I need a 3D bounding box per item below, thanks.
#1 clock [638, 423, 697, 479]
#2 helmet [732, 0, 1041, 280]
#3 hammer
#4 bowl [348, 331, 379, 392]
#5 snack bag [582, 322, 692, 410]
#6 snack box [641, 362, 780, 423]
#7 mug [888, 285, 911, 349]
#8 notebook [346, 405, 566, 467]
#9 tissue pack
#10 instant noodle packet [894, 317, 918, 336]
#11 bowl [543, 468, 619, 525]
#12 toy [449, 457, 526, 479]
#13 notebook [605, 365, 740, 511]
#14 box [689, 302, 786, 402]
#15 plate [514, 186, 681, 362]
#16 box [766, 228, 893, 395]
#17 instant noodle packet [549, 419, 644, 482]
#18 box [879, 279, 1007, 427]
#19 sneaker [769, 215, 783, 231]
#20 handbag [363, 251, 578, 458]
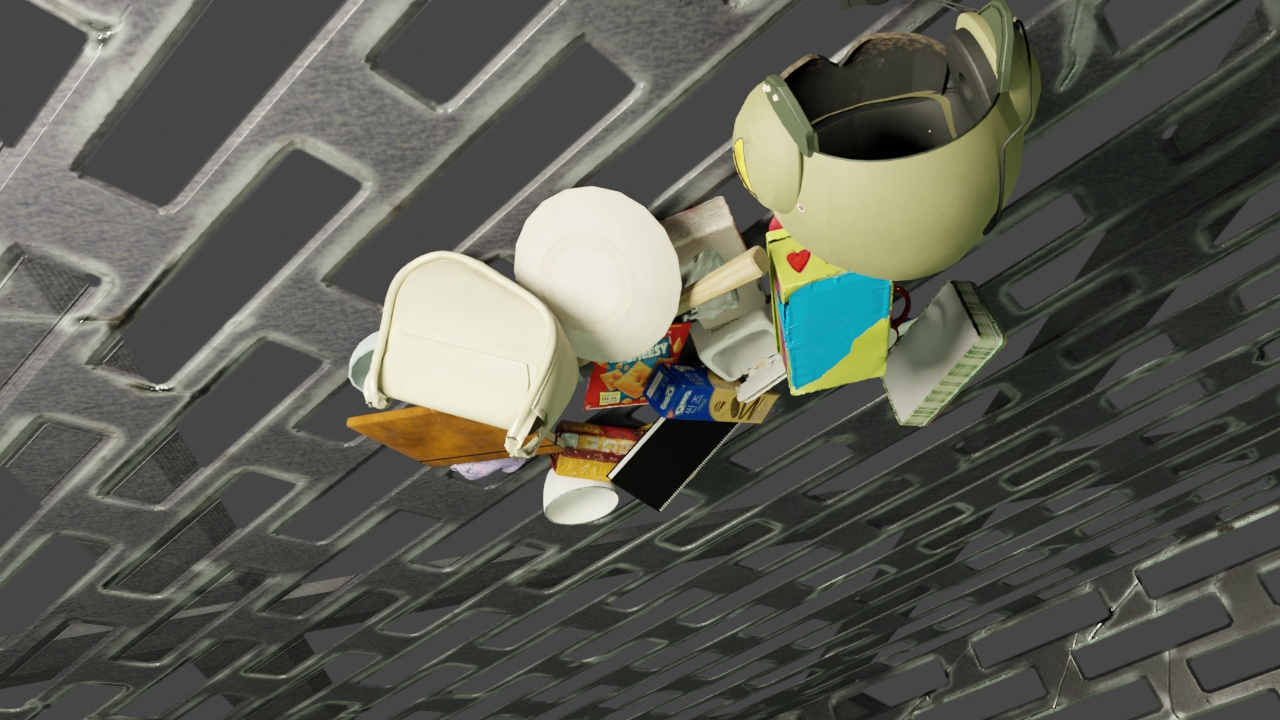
[{"bbox_3d":[0.032,0.150,1.400,0.113,0.052,0.152,-17,141,2],"label":"clock"},{"bbox_3d":[0.203,-0.195,0.791,0.250,0.255,0.233,-17,142,5],"label":"helmet"},{"bbox_3d":[0.004,-0.043,1.011,0.324,0.117,0.051,-26,106,36],"label":"hammer"},{"bbox_3d":[-0.287,-0.002,1.074,0.106,0.039,0.106,-10,145,-8],"label":"bowl"},{"bbox_3d":[-0.007,0.007,1.194,0.130,0.039,0.144,-5,135,-15],"label":"snack bag"},{"bbox_3d":[0.098,0.046,1.233,0.206,0.057,0.056,6,122,-45],"label":"snack box"},{"bbox_3d":[0.299,-0.059,1.183,0.106,0.082,0.073,-20,145,6],"label":"mug"},{"bbox_3d":[-0.224,0.096,1.180,0.250,0.014,0.178,-10,150,29],"label":"notebook"},{"bbox_3d":[0.082,-0.099,1.065,0.104,0.071,0.181,-23,148,9],"label":"tissue pack"},{"bbox_3d":[0.312,-0.029,1.254,0.134,0.026,0.087,-22,173,10],"label":"instant noodle packet"},{"bbox_3d":[-0.094,0.195,1.399,0.116,0.065,0.116,-10,145,-8],"label":"bowl"},{"bbox_3d":[-0.214,0.146,1.311,0.100,0.036,0.080,-22,149,8],"label":"toy"},{"bbox_3d":[0.060,0.118,1.322,0.206,0.016,0.149,-48,140,1],"label":"notebook"},{"bbox_3d":[0.139,0.000,1.166,0.110,0.130,0.103,-28,142,21],"label":"box"},{"bbox_3d":[-0.052,-0.084,0.953,0.189,0.188,0.027,-38,-177,29],"label":"plate"},{"bbox_3d":[0.209,-0.059,1.011,0.124,0.082,0.221,-14,144,5],"label":"box"},{"bbox_3d":[-0.062,0.132,1.317,0.135,0.039,0.099,8,129,-4],"label":"instant noodle packet"},{"bbox_3d":[0.412,-0.007,1.273,0.050,0.117,0.206,5,139,-20],"label":"box"},{"bbox_3d":[0.202,-0.154,1.024,0.104,0.090,0.236,-15,154,28],"label":"sneaker"},{"bbox_3d":[-0.164,0.005,0.953,0.229,0.183,0.132,13,153,27],"label":"handbag"}]
